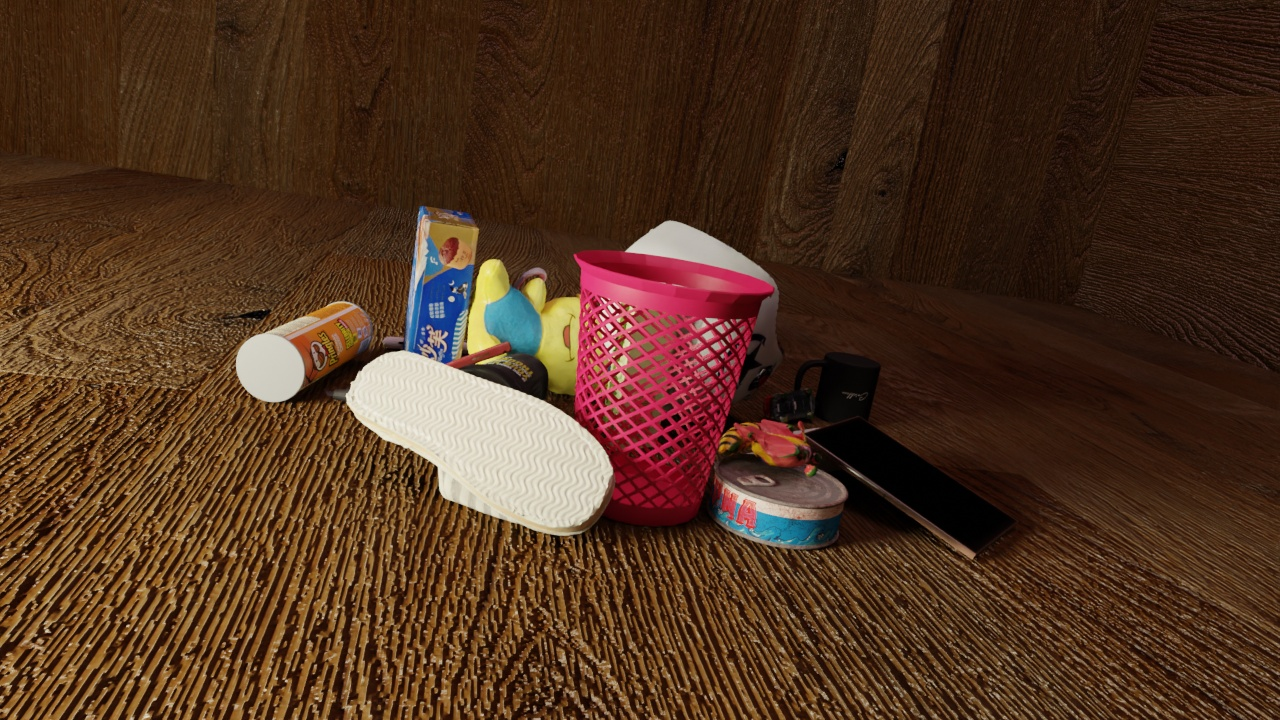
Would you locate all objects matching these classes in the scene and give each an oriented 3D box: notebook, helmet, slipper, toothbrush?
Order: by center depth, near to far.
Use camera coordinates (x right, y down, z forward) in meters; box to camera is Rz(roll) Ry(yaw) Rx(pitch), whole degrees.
[{"bbox_3d":[-0.145,0.071,0.823,0.273,0.114,0.054,27,-24,20],"label":"slipper"},{"bbox_3d":[0.288,0.128,0.982,0.209,0.008,0.141,36,26,29],"label":"notebook"},{"bbox_3d":[-0.231,0.018,1.029,0.189,0.016,0.016,-22,66,-24],"label":"toothbrush"},{"bbox_3d":[0.042,-0.028,1.148,0.236,0.265,0.163,35,54,26],"label":"helmet"}]

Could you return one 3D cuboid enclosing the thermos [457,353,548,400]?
[{"bbox_3d":[-0.155,0.043,0.984,0.098,0.098,0.220,11,10,4],"label":"thermos"}]

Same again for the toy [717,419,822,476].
[{"bbox_3d":[0.129,0.083,0.912,0.103,0.046,0.084,9,26,18],"label":"toy"}]

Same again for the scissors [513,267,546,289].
[{"bbox_3d":[-0.151,-0.055,1.250,0.172,0.171,0.013,4,41,-40],"label":"scissors"}]

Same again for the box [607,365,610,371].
[{"bbox_3d":[-0.006,-0.012,1.384,0.231,0.048,0.177,10,14,-14],"label":"box"}]

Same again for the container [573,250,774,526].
[{"bbox_3d":[0.012,0.026,0.862,0.183,0.226,0.183,9,14,-2],"label":"container"}]

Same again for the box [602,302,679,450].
[{"bbox_3d":[0.003,0.005,1.033,0.077,0.188,0.090,7,13,-8],"label":"box"}]

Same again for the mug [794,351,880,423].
[{"bbox_3d":[0.274,0.037,1.295,0.113,0.088,0.078,8,14,-7],"label":"mug"}]

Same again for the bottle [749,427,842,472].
[{"bbox_3d":[0.176,0.105,1.023,0.194,0.052,0.052,-3,19,-43],"label":"bottle"}]

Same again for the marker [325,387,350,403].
[{"bbox_3d":[-0.277,0.045,1.026,0.145,0.019,0.019,7,14,-10],"label":"marker"}]

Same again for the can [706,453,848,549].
[{"bbox_3d":[0.132,0.134,0.890,0.130,0.044,0.130,9,14,-2],"label":"can"}]

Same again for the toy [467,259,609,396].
[{"bbox_3d":[-0.127,-0.031,1.179,0.213,0.148,0.084,14,-15,-39],"label":"toy"}]

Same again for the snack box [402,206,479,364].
[{"bbox_3d":[-0.261,-0.086,1.184,0.069,0.203,0.155,6,14,-16],"label":"snack box"}]

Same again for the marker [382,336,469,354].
[{"bbox_3d":[-0.294,-0.022,1.290,0.133,0.020,0.017,4,-7,-21],"label":"marker"}]

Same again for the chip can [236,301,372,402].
[{"bbox_3d":[-0.387,-0.015,1.078,0.075,0.075,0.214,10,13,1],"label":"chip can"}]

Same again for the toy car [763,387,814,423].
[{"bbox_3d":[0.203,0.062,1.246,0.091,0.042,0.036,-7,2,-37],"label":"toy car"}]
